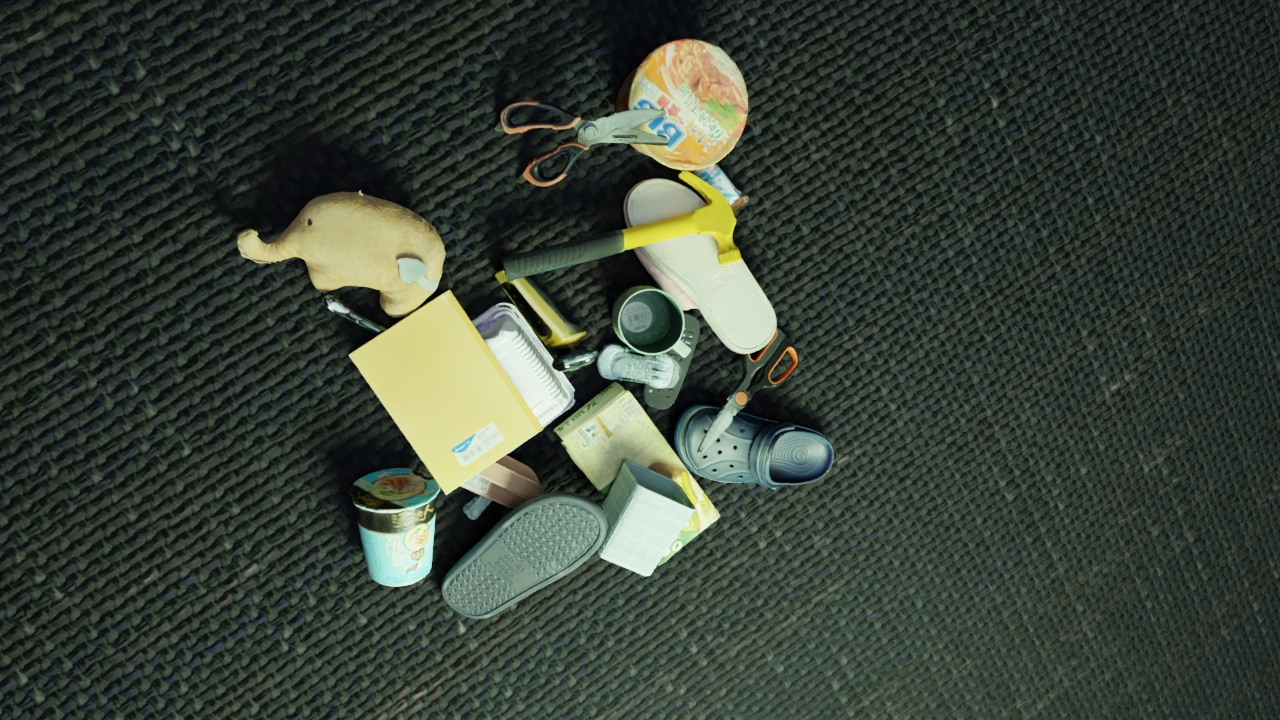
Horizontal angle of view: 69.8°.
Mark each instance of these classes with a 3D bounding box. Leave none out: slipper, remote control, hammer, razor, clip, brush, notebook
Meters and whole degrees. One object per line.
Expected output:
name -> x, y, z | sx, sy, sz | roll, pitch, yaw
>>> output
slipper -> -0.154, 0.239, 1.198 | 0.269, 0.083, 0.110 | -38, 106, 24
remote control -> 0.041, -0.001, 1.249 | 0.053, 0.024, 0.136 | 18, 97, -17
hammer -> -0.025, -0.151, 1.147 | 0.300, 0.033, 0.129 | -16, 92, -11
razor -> -0.319, -0.040, 1.112 | 0.142, 0.022, 0.043 | 31, 111, -28
slipper -> 0.078, -0.123, 1.215 | 0.114, 0.054, 0.274 | -43, 101, -8
clip -> -0.209, 0.185, 1.214 | 0.056, 0.028, 0.024 | -43, 113, -15
brush -> -0.191, 0.146, 1.178 | 0.145, 0.073, 0.063 | 30, 73, -22
notebook -> -0.234, 0.039, 1.112 | 0.146, 0.010, 0.206 | -34, 96, -4
razor -> -0.124, -0.053, 1.170 | 0.167, 0.062, 0.067 | 51, 50, -16
slipper -> 0.166, 0.131, 1.285 | 0.252, 0.095, 0.105 | 12, 96, -23

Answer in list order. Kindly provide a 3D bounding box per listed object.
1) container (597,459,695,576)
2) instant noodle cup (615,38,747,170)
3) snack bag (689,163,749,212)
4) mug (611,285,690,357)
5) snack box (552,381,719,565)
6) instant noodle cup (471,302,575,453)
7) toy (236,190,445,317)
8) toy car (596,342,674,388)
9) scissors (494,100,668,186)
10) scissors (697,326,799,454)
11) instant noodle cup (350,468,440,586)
container -> -0.002, 0.205, 1.183 | 0.090, 0.090, 0.111 | 26, 99, -19
instant noodle cup -> 0.042, -0.312, 1.131 | 0.151, 0.111, 0.151 | -4, 103, -17
snack bag -> 0.099, -0.238, 1.213 | 0.048, 0.026, 0.104 | -36, 110, 6
mug -> 0.017, -0.046, 1.179 | 0.111, 0.106, 0.082 | 39, 90, -11
snack box -> -0.004, 0.154, 1.250 | 0.114, 0.063, 0.240 | -39, 111, -6
instant noodle cup -> -0.172, 0.030, 1.170 | 0.138, 0.060, 0.173 | -36, 109, -7
toy -> -0.340, -0.134, 1.064 | 0.226, 0.082, 0.144 | 18, 111, -20
toy car -> -0.007, 0.007, 1.219 | 0.105, 0.031, 0.049 | 10, 97, 1
scissors -> -0.073, -0.262, 1.091 | 0.197, 0.015, 0.215 | 40, 124, 0
scissors -> 0.129, 0.033, 1.247 | 0.234, 0.022, 0.125 | -30, 94, -29
instant noodle cup -> -0.303, 0.212, 1.150 | 0.111, 0.111, 0.120 | -5, 111, -17
